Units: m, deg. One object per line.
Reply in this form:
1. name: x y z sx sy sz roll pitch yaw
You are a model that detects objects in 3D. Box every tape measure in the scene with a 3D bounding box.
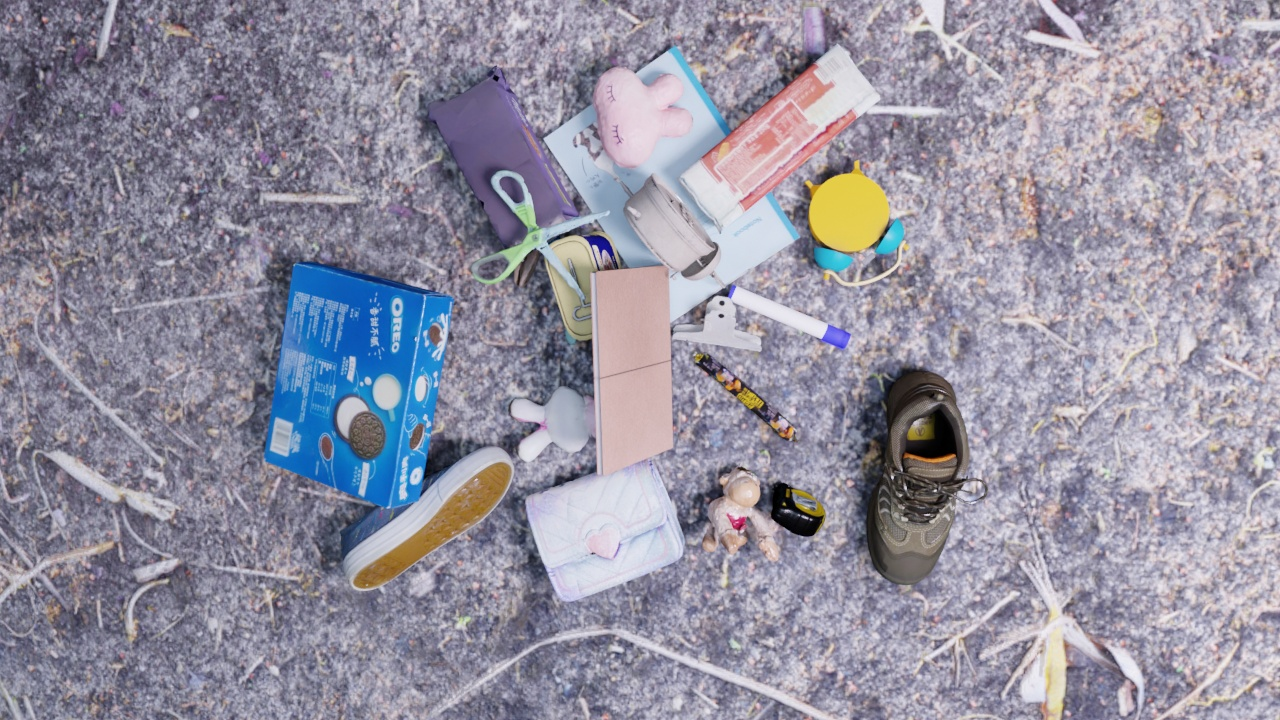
1. tape measure: 0.176 0.166 1.022 0.061 0.061 0.034 25 112 -1

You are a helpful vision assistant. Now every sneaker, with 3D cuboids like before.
1. sneaker: -0.250 0.168 1.064 0.235 0.087 0.079 -38 57 4
2. sneaker: 0.305 0.135 0.967 0.101 0.143 0.238 4 96 4

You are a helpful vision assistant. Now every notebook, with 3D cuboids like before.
1. notebook: 0.035 -0.194 1.027 0.181 0.009 0.253 -34 92 7
2. notebook: -0.006 0.006 0.985 0.008 0.141 0.209 4 100 33

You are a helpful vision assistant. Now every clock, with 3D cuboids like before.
1. clock: 0.039 -0.128 0.987 0.061 0.103 0.157 -39 117 14
2. clock: 0.231 -0.146 0.999 0.099 0.043 0.129 -21 86 7

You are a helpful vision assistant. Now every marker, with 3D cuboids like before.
1. marker: 0.165 -0.048 1.025 0.141 0.020 0.020 23 97 3

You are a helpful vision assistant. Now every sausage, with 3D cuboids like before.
1. sausage: 0.120 0.040 1.036 0.155 0.020 0.020 41 97 0

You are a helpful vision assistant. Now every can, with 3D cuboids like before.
1. can: -0.055 -0.081 1.000 0.057 0.092 0.116 -16 94 16

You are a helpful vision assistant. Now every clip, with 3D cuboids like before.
1. clip: 0.087 -0.038 1.018 0.102 0.045 0.056 8 129 4
2. clip: -0.132 -0.116 1.042 0.059 0.026 0.052 -36 89 7

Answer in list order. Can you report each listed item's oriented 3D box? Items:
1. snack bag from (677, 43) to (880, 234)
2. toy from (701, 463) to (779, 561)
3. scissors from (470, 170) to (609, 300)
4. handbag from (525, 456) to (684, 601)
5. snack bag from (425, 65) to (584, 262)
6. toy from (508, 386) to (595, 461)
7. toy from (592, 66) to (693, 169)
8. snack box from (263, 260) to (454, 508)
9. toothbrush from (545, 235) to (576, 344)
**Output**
1. snack bag: 0.148 -0.237 0.991 0.225 0.041 0.077 -40 91 5
2. toy: 0.116 0.168 1.031 0.085 0.074 0.105 14 74 -27
3. scissors: -0.110 -0.131 0.954 0.172 0.023 0.172 -19 78 19
4. handbag: -0.041 0.189 1.042 0.159 0.069 0.126 -22 91 9
5. snack bag: -0.151 -0.216 1.009 0.096 0.058 0.205 -30 86 7
6. toy: -0.089 0.070 1.050 0.123 0.038 0.079 -10 82 6
7. toy: 0.002 -0.268 0.994 0.105 0.053 0.108 -16 92 -8
8. snack box: -0.317 0.023 1.022 0.196 0.056 0.239 14 97 26
9. toothbrush: -0.089 -0.084 1.047 0.022 0.017 0.135 -11 92 6
